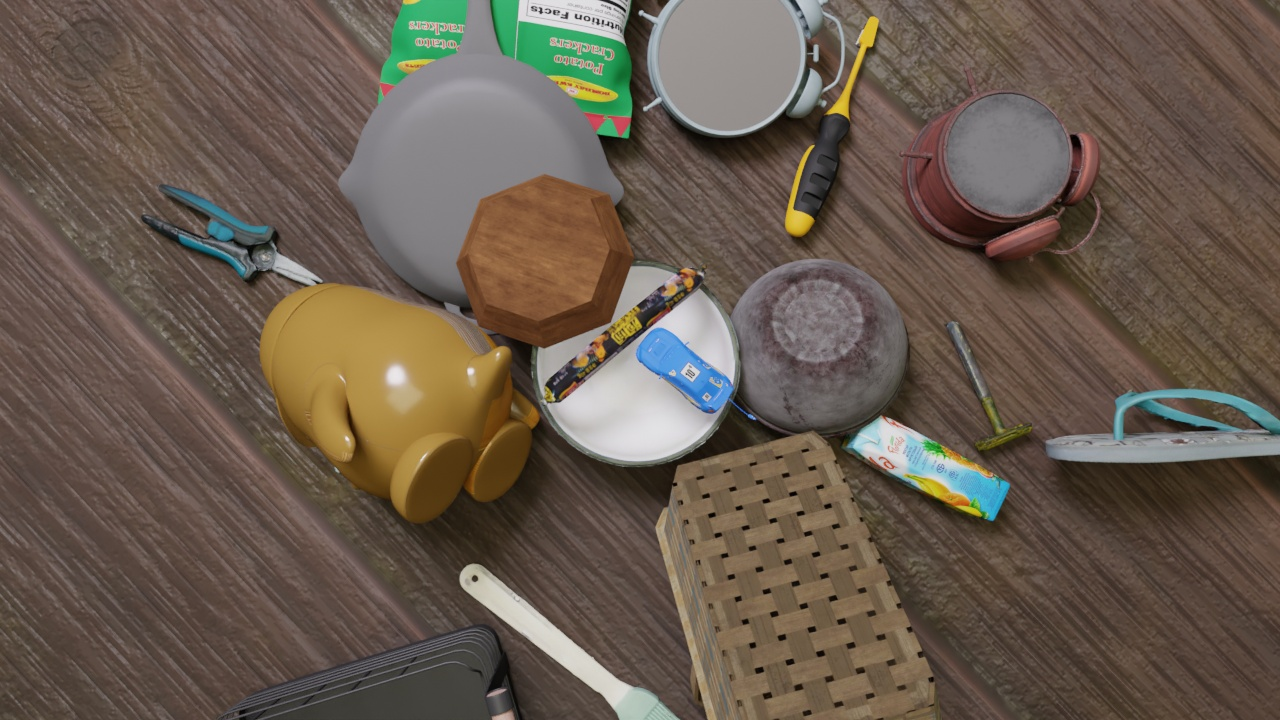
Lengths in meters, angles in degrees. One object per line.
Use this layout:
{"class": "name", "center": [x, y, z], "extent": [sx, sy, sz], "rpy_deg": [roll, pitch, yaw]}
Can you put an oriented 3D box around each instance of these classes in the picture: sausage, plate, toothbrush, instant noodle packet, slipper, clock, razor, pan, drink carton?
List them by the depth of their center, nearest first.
{"class": "sausage", "center": [-0.012, -0.020, 0.659], "extent": [0.155, 0.020, 0.020], "rpy_deg": [-39, 88, -4]}
{"class": "plate", "center": [-0.071, -0.076, 0.661], "extent": [0.131, 0.025, 0.131], "rpy_deg": [-1, 81, 4]}
{"class": "pan", "center": [-0.120, -0.191, 0.681], "extent": [0.216, 0.024, 0.355], "rpy_deg": [1, 105, -2]}
{"class": "slipper", "center": [0.432, 0.048, 0.707], "extent": [0.268, 0.098, 0.054], "rpy_deg": [0, 87, -11]}
{"class": "instant noodle packet", "center": [-0.091, -0.311, 0.714], "extent": [0.195, 0.090, 0.252], "rpy_deg": [7, 90, -2]}
{"class": "clock", "center": [0.080, -0.237, 0.717], "extent": [0.159, 0.045, 0.123], "rpy_deg": [-3, 108, 0]}
{"class": "drink carton", "center": [0.221, 0.082, 0.719], "extent": [0.129, 0.044, 0.038], "rpy_deg": [28, 85, 0]}
{"class": "clock", "center": [0.288, -0.144, 0.723], "extent": [0.157, 0.072, 0.120], "rpy_deg": [38, 86, 2]}
{"class": "razor", "center": [0.272, 0.017, 0.738], "extent": [0.042, 0.026, 0.106], "rpy_deg": [-22, 83, -1]}
{"class": "toothbrush", "center": [0.158, -0.191, 0.745], "extent": [0.031, 0.031, 0.196], "rpy_deg": [23, 83, -15]}

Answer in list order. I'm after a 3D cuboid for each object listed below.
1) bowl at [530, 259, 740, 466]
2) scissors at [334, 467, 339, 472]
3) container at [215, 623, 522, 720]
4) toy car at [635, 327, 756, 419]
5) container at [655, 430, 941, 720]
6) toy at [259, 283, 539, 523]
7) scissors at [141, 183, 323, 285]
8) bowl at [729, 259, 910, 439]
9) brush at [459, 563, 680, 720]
{"class": "bowl", "center": [-0.004, 0.004, 0.704], "extent": [0.153, 0.073, 0.153], "rpy_deg": [0, 85, -1]}
{"class": "scissors", "center": [-0.176, 0.075, 0.727], "extent": [0.139, 0.015, 0.063], "rpy_deg": [-15, 82, 3]}
{"class": "container", "center": [-0.189, 0.304, 0.649], "extent": [0.241, 0.130, 0.163], "rpy_deg": [-16, 87, -3]}
{"class": "toy car", "center": [0.039, 0.011, 0.637], "extent": [0.092, 0.062, 0.033], "rpy_deg": [38, 86, 1]}
{"class": "container", "center": [0.108, 0.194, 0.653], "extent": [0.157, 0.187, 0.249], "rpy_deg": [-14, 49, -3]}
{"class": "toy", "center": [-0.191, 0.022, 0.664], "extent": [0.203, 0.198, 0.163], "rpy_deg": [29, 107, 24]}
{"class": "scissors", "center": [-0.323, -0.101, 0.730], "extent": [0.129, 0.019, 0.137], "rpy_deg": [-19, 89, -3]}
{"class": "bowl", "center": [0.133, -0.019, 0.692], "extent": [0.145, 0.067, 0.144], "rpy_deg": [-3, 71, 8]}
{"class": "brush", "center": [-0.054, 0.232, 0.718], "extent": [0.217, 0.012, 0.033], "rpy_deg": [38, 86, 2]}
